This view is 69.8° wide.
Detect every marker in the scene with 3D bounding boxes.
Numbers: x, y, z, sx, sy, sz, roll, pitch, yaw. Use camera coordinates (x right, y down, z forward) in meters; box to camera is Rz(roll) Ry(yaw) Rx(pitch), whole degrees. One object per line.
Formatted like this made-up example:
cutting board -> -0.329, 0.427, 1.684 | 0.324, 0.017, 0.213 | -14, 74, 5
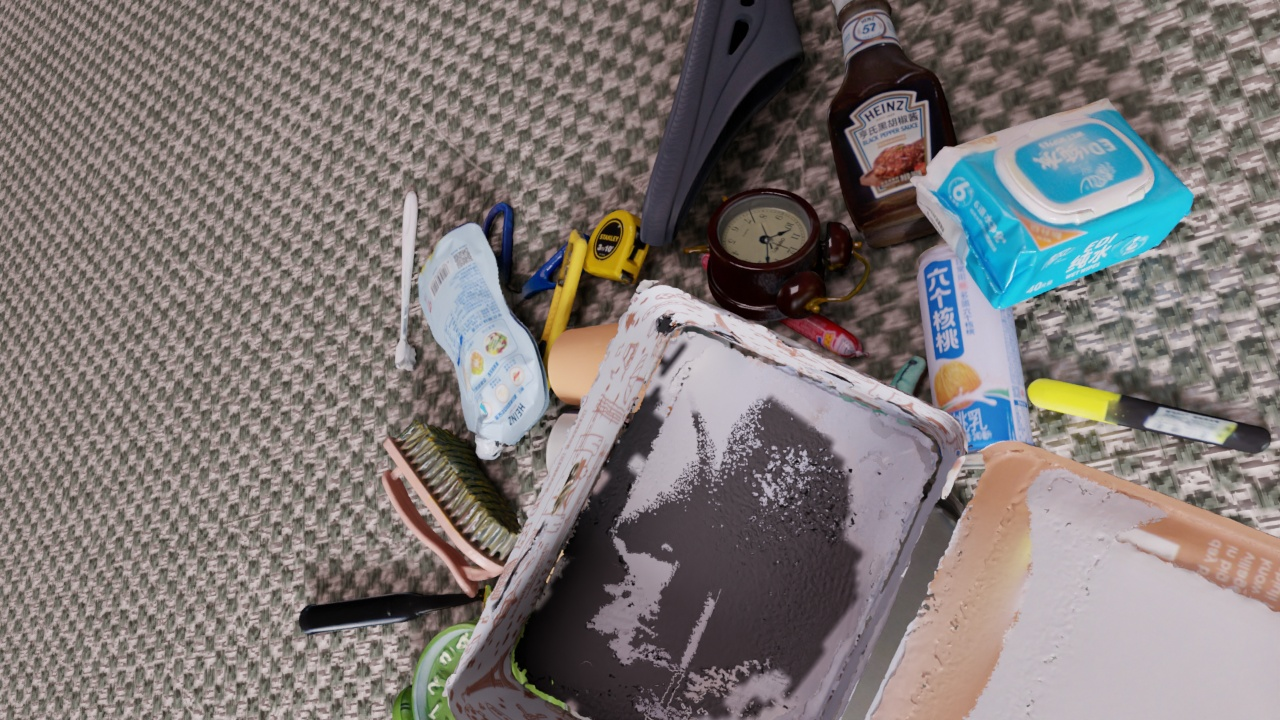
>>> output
marker -> 0.288, 0.031, 0.526 | 0.124, 0.015, 0.018 | 14, 86, 30

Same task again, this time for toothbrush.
toothbrush -> -0.199, 0.205, 0.762 | 0.213, 0.027, 0.026 | -14, 62, 25
toothbrush -> -0.215, -0.076, 0.854 | 0.016, 0.016, 0.180 | -12, 69, 26

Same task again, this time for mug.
mug -> -0.004, 0.004, 0.673 | 0.123, 0.078, 0.078 | 1, 78, 35

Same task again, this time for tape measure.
tape measure -> -0.016, -0.088, 0.726 | 0.060, 0.029, 0.057 | 18, 86, 52
tape measure -> -0.039, 0.069, 0.679 | 0.034, 0.066, 0.065 | 3, 79, 30

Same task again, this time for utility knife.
utility knife -> -0.069, -0.032, 0.740 | 0.033, 0.015, 0.154 | 20, 95, 63

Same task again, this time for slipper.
slipper -> 0.071, -0.205, 0.677 | 0.083, 0.110, 0.268 | 18, 87, 3

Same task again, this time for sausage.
sausage -> 0.098, -0.040, 0.653 | 0.156, 0.020, 0.020 | 37, 97, 32

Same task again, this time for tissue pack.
tissue pack -> 0.236, -0.092, 0.529 | 0.140, 0.063, 0.090 | -19, 63, -14

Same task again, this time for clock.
clock -> -0.124, 0.261, 0.686 | 0.116, 0.056, 0.161 | 38, 99, 33
clock -> 0.096, -0.069, 0.626 | 0.122, 0.055, 0.081 | 25, 62, 25

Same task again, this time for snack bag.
snack bag -> -0.131, -0.015, 0.756 | 0.111, 0.038, 0.191 | -44, 58, 28

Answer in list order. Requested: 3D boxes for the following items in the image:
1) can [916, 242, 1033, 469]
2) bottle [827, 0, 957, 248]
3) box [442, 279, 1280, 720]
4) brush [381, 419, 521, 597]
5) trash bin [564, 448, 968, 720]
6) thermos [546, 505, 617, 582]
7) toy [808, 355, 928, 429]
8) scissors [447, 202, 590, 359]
can -> 0.203, -0.004, 0.561 | 0.053, 0.053, 0.134 | -11, 72, 28
bottle -> 0.168, -0.177, 0.633 | 0.080, 0.044, 0.194 | -15, 69, 23
box -> 0.078, 0.101, 0.314 | 0.272, 0.106, 0.178 | 24, 87, 27
brush -> -0.152, 0.118, 0.737 | 0.073, 0.063, 0.145 | -48, 61, 7
trash bin -> 0.073, 0.135, 0.479 | 0.199, 0.219, 0.198 | 15, 86, 14
thermos -> -0.026, 0.168, 0.637 | 0.093, 0.093, 0.143 | -12, 80, 28
toy -> 0.145, 0.031, 0.603 | 0.092, 0.030, 0.096 | 30, 86, 28
scissors -> -0.109, -0.063, 0.787 | 0.176, 0.012, 0.162 | -31, 65, 22
